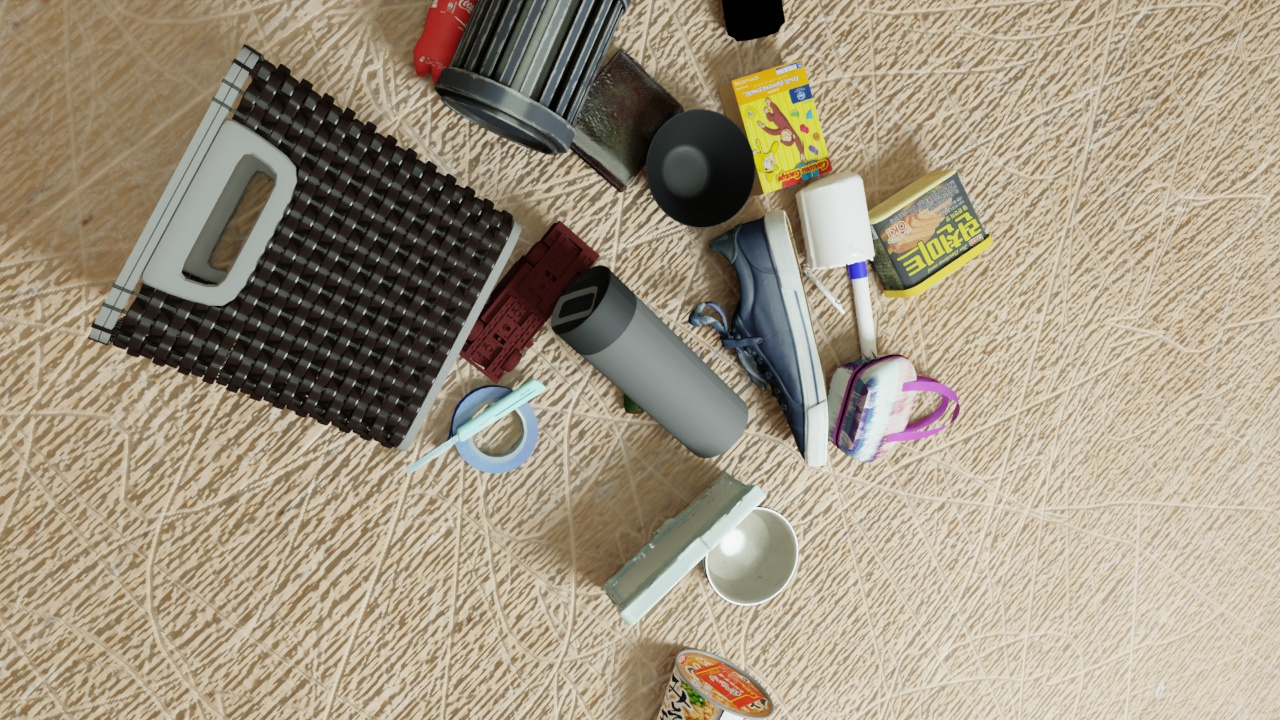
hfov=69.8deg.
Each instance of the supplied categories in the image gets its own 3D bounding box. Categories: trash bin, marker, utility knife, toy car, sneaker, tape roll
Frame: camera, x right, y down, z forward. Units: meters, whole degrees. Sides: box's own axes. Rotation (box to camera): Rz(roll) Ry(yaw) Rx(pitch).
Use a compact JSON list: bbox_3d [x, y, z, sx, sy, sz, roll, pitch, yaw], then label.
[{"bbox_3d":[-0.091,-0.329,0.883,0.164,0.164,0.227,23,93,-18],"label":"trash bin"},{"bbox_3d":[0.267,-0.056,1.097,0.020,0.020,0.141,-12,100,-16],"label":"marker"},{"bbox_3d":[-0.174,0.068,0.958,0.168,0.015,0.022,-34,136,-10],"label":"utility knife"},{"bbox_3d":[-0.121,-0.062,0.952,0.070,0.062,0.169,40,84,-17],"label":"toy car"},{"bbox_3d":[0.138,-0.012,1.033,0.127,0.120,0.294,-14,101,14],"label":"sneaker"},{"bbox_3d":[-0.156,0.073,0.981,0.093,0.016,0.091,23,89,-18],"label":"tape roll"}]

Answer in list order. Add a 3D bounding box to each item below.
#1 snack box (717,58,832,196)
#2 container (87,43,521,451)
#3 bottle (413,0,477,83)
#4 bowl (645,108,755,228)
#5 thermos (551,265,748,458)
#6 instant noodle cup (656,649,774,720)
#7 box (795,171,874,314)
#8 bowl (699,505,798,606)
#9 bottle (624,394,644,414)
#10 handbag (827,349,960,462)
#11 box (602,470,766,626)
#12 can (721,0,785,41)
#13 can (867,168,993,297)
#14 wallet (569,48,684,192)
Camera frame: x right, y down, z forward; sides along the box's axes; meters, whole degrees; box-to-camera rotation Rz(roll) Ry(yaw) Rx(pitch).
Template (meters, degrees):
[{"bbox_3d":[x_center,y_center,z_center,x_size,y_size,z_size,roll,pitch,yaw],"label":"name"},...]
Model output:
[{"bbox_3d":[0.151,-0.259,1.025,0.088,0.040,0.126,-21,102,-14],"label":"snack box"},{"bbox_3d":[-0.280,-0.084,0.808,0.243,0.246,0.247,28,87,-22],"label":"container"},{"bbox_3d":[-0.187,-0.347,0.909,0.042,0.042,0.141,20,90,-19],"label":"bottle"},{"bbox_3d":[0.057,-0.205,0.996,0.124,0.052,0.124,-2,97,-17],"label":"bowl"},{"bbox_3d":[0.013,0.006,0.958,0.082,0.082,0.240,-51,124,-6],"label":"thermos"},{"bbox_3d":[0.070,0.418,1.047,0.123,0.123,0.122,23,98,-18],"label":"instant noodle cup"},{"bbox_3d":[0.219,-0.129,1.042,0.092,0.081,0.161,-14,96,-1],"label":"box"},{"bbox_3d":[0.118,0.218,1.061,0.115,0.059,0.115,-2,97,-17],"label":"bowl"},{"bbox_3d":[-0.006,0.006,1.016,0.025,0.025,0.106,-2,97,-17],"label":"bottle"},{"bbox_3d":[0.310,0.057,1.102,0.169,0.068,0.145,1,112,-26],"label":"handbag"},{"bbox_3d":[0.047,0.203,0.997,0.197,0.136,0.043,-41,96,-9],"label":"box"},{"bbox_3d":[0.116,-0.407,0.985,0.063,0.063,0.114,-14,100,-16],"label":"can"},{"bbox_3d":[0.330,-0.150,1.079,0.130,0.072,0.101,-33,102,-11],"label":"can"},{"bbox_3d":[-0.022,-0.255,0.980,0.099,0.031,0.120,39,82,-20],"label":"wallet"}]
